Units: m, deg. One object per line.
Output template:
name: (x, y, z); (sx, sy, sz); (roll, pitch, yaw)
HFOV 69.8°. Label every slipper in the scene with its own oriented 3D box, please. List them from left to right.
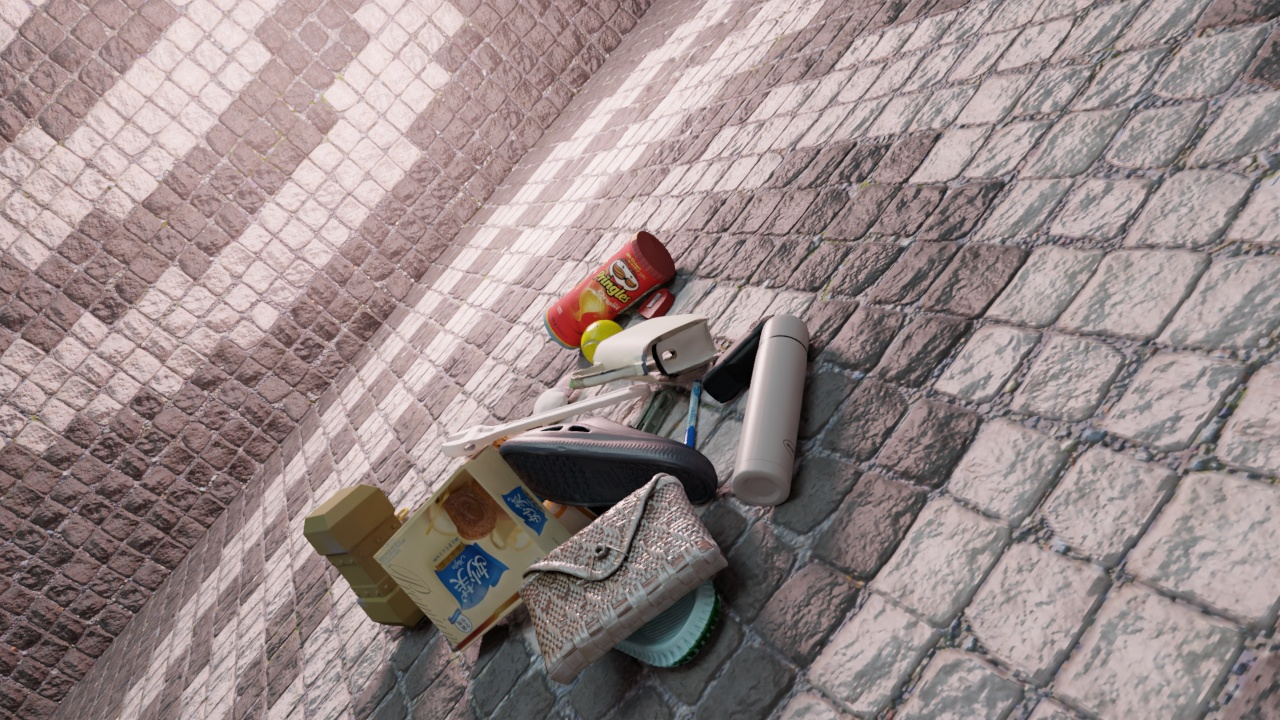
slipper: (-0.035, 0.096, 0.972); (0.269, 0.111, 0.083); (-2, 50, 33)
slipper: (-0.025, 0.219, 0.879); (0.115, 0.069, 0.277); (-54, 23, -20)

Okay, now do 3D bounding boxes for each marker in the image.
marker: (0.058, 0.069, 1.040); (0.013, 0.013, 0.141); (-34, 26, 30)

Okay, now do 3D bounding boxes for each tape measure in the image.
tape measure: (0.023, -0.082, 1.334); (0.051, 0.019, 0.059); (-49, 23, -2)

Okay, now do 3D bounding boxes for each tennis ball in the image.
tennis ball: (-0.053, -0.025, 1.320); (0.065, 0.065, 0.065); (-39, 24, 21)

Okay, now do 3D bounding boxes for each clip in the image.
clip: (0.016, 0.067, 1.107); (0.043, 0.023, 0.075); (-4, 51, 58)

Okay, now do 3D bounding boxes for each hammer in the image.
hammer: (-0.284, 0.197, 1.299); (0.101, 0.190, 0.323); (-18, 19, 50)

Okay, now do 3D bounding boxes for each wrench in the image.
wrench: (-0.116, 0.072, 1.159); (0.273, 0.018, 0.066); (-16, 13, -11)

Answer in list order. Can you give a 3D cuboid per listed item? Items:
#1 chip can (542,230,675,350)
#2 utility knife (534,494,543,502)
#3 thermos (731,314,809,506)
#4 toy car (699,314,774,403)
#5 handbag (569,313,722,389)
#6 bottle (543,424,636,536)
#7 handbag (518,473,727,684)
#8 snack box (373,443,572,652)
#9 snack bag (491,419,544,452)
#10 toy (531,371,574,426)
chip can: (-0.051, -0.105, 1.420); (0.214, 0.087, 0.086); (-36, 26, 30)
utility knife: (-0.130, 0.167, 1.217); (0.031, 0.015, 0.206); (-30, 32, 36)
thermos: (0.132, 0.040, 0.899); (0.052, 0.052, 0.223); (-30, 29, 37)
toy car: (0.116, -0.001, 1.004); (0.112, 0.046, 0.034); (-44, 18, 5)
handbag: (-0.007, 0.007, 1.118); (0.175, 0.074, 0.151); (-24, 11, -27)
bottle: (-0.062, 0.150, 1.063); (0.181, 0.059, 0.059); (-50, 23, -4)
handbag: (-0.024, 0.188, 0.820); (0.186, 0.047, 0.124); (-37, 36, 1)
snack box: (-0.185, 0.213, 1.022); (0.208, 0.153, 0.055); (-44, -2, 32)
snack bag: (-0.174, 0.145, 1.214); (0.094, 0.070, 0.206); (-58, 3, 14)
toy: (-0.135, 0.069, 1.354); (0.125, 0.037, 0.076); (-48, 13, -16)
